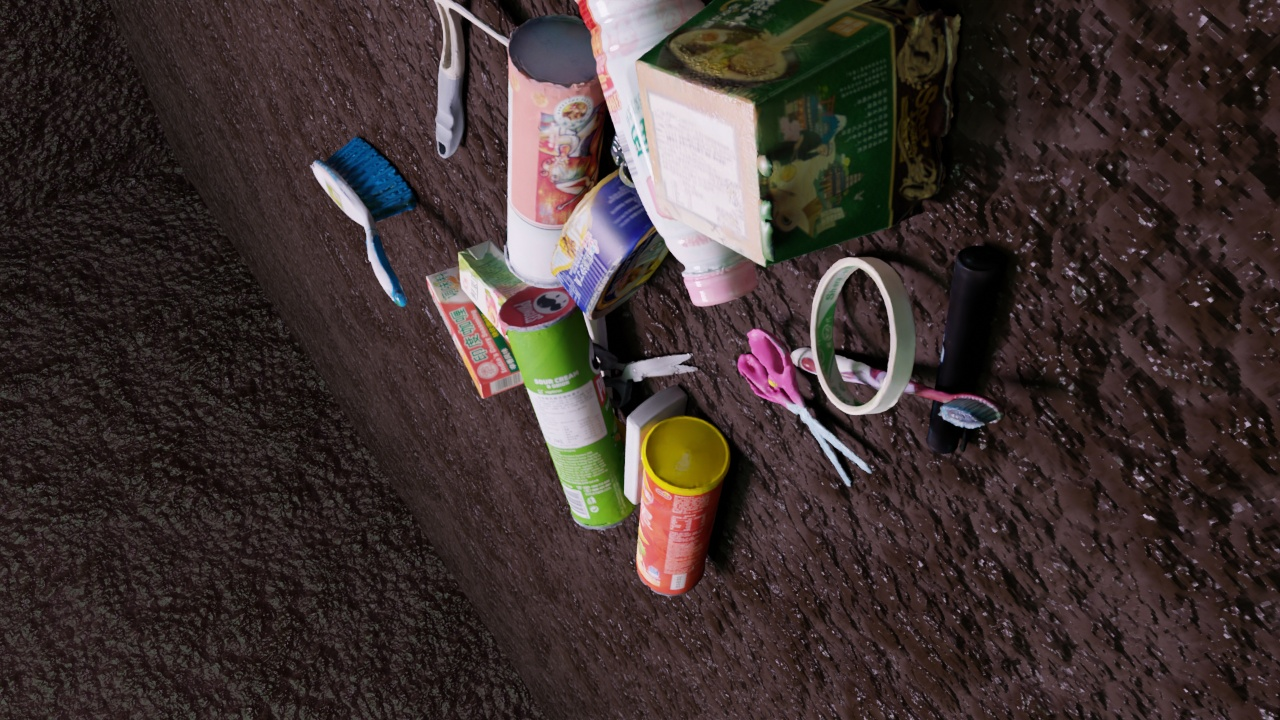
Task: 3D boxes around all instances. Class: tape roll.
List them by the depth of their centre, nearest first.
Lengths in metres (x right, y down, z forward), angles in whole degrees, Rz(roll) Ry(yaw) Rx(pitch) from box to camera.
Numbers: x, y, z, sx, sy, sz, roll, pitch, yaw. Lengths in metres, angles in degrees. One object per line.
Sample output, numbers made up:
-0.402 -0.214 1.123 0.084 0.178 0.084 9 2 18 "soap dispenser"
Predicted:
0.119 -0.013 0.497 0.086 0.014 0.086 176 90 -72 "tape roll"

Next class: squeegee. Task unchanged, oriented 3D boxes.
-0.166 -0.251 0.787 0.246 0.039 0.247 37 159 6 "squeegee"

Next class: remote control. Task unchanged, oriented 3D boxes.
0.012 0.075 0.807 0.019 0.056 0.135 44 153 27 "remote control"

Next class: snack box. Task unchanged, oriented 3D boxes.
0.063 -0.111 0.420 0.117 0.105 0.118 36 147 42 "snack box"
-0.156 -0.038 0.939 0.155 0.077 0.027 58 160 30 "snack box"

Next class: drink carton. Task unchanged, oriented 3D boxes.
-0.129 -0.062 0.902 0.122 0.045 0.054 46 150 30 "drink carton"

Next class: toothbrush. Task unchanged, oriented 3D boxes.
0.131 0.013 0.513 0.188 0.017 0.016 23 134 67 "toothbrush"

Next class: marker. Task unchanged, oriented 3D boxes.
0.163 0.000 0.465 0.022 0.020 0.132 23 141 28 "marker"

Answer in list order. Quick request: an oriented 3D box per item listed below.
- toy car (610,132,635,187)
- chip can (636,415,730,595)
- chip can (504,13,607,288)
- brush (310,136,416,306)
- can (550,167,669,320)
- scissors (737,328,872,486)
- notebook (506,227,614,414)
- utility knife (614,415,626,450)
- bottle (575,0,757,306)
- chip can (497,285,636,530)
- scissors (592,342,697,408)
0.032 -0.109 0.572 0.120 0.036 0.054 47 149 1 "toy car"
0.034 0.137 0.819 0.073 0.073 0.217 46 154 28 "chip can"
-0.064 -0.144 0.674 0.071 0.071 0.215 49 155 20 "chip can"
-0.307 -0.167 1.077 0.314 0.109 0.061 41 149 35 "brush"
-0.018 -0.081 0.657 0.049 0.074 0.148 52 157 6 "can"
0.104 0.032 0.619 0.133 0.017 0.124 56 166 -14 "scissors"
-0.075 -0.020 0.920 0.150 0.012 0.209 42 152 34 "notebook"
-0.025 0.067 0.887 0.197 0.015 0.033 47 158 1 "utility knife"
0.021 -0.128 0.504 0.068 0.068 0.197 7 119 61 "bottle"
-0.060 0.046 0.827 0.072 0.072 0.236 31 145 47 "chip can"
0.000 0.015 0.802 0.174 0.014 0.141 29 144 33 "scissors"
